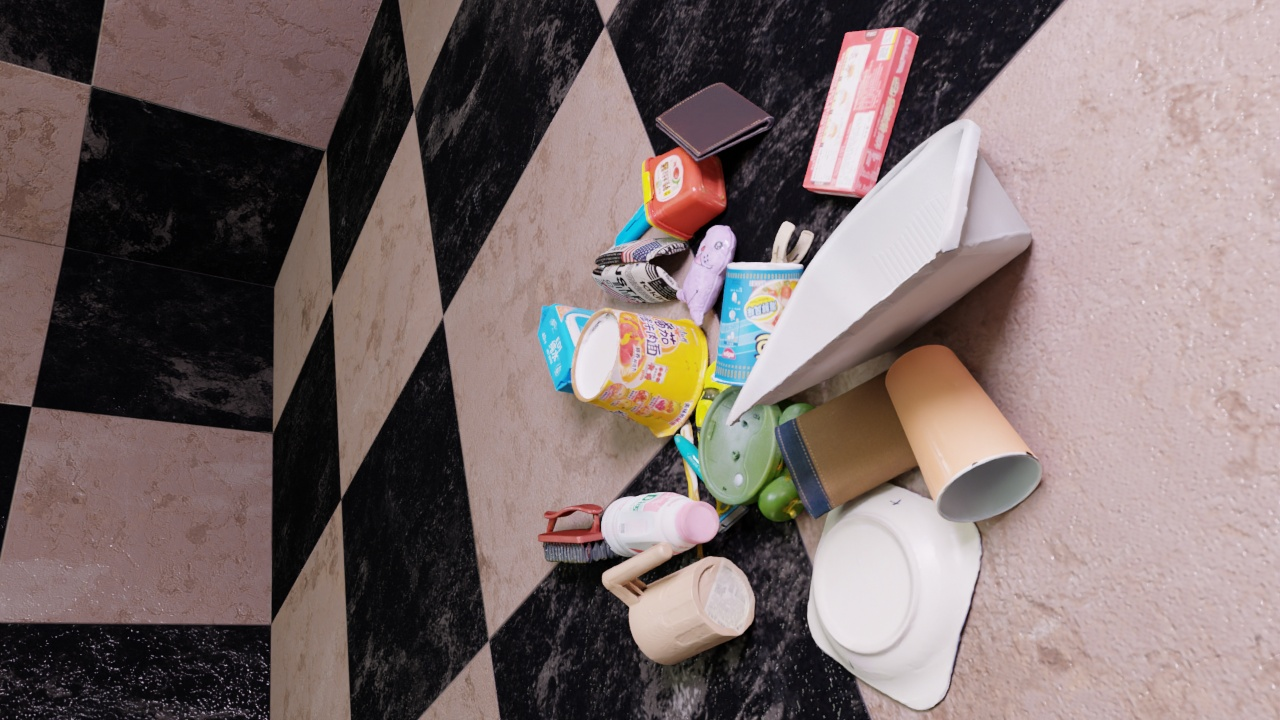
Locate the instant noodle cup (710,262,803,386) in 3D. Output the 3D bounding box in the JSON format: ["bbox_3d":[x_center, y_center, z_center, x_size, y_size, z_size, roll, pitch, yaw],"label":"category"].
[{"bbox_3d":[0.116,-0.036,0.854,0.099,0.099,0.110,14,106,58],"label":"instant noodle cup"}]

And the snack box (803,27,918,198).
[{"bbox_3d":[0.204,-0.231,0.860,0.075,0.025,0.153,26,103,59],"label":"snack box"}]

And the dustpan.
[{"bbox_3d":[0.174,-0.089,0.713,0.223,0.257,0.142,-45,68,43],"label":"dustpan"}]

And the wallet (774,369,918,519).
[{"bbox_3d":[0.177,0.069,0.771,0.115,0.033,0.090,-32,53,19],"label":"wallet"}]

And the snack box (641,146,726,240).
[{"bbox_3d":[0.052,-0.196,1.050,0.080,0.082,0.091,-24,61,38],"label":"snack box"}]

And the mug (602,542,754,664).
[{"bbox_3d":[0.036,0.234,0.907,0.104,0.124,0.084,-40,12,44],"label":"mug"}]

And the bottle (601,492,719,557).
[{"bbox_3d":[0.021,0.173,0.963,0.197,0.068,0.068,154,121,-66],"label":"bottle"}]

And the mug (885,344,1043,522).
[{"bbox_3d":[0.235,0.049,0.688,0.078,0.078,0.122,-55,34,34],"label":"mug"}]

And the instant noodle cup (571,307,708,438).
[{"bbox_3d":[-0.006,0.006,1.037,0.138,0.109,0.137,-34,49,49],"label":"instant noodle cup"}]

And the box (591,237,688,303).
[{"bbox_3d":[0.001,-0.122,1.131,0.087,0.076,0.163,-61,26,-12],"label":"box"}]

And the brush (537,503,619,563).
[{"bbox_3d":[-0.084,0.217,1.154,0.146,0.063,0.069,-17,78,57],"label":"brush"}]

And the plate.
[{"bbox_3d":[0.192,0.183,0.750,0.164,0.034,0.163,17,96,57],"label":"plate"}]

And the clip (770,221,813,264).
[{"bbox_3d":[0.125,-0.086,0.905,0.035,0.082,0.105,44,129,54],"label":"clip"}]

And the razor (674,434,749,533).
[{"bbox_3d":[0.069,0.124,0.968,0.043,0.028,0.132,-45,44,9],"label":"razor"}]

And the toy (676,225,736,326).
[{"bbox_3d":[0.075,-0.100,1.017,0.108,0.039,0.084,-69,24,19],"label":"toy"}]

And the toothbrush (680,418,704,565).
[{"bbox_3d":[0.054,0.148,0.994,0.016,0.018,0.191,-33,54,47],"label":"toothbrush"}]

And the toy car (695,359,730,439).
[{"bbox_3d":[0.081,0.046,0.971,0.048,0.032,0.105,0,79,58],"label":"toy car"}]

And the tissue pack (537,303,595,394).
[{"bbox_3d":[-0.074,-0.013,1.179,0.063,0.090,0.140,-56,39,33],"label":"tissue pack"}]

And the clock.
[{"bbox_3d":[0.120,0.086,0.872,0.161,0.056,0.116,24,102,58],"label":"clock"}]

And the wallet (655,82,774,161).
[{"bbox_3d":[0.080,-0.268,1.025,0.096,0.020,0.122,-30,40,-4],"label":"wallet"}]

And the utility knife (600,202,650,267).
[{"bbox_3d":[-0.006,-0.173,1.188,0.192,0.018,0.034,-43,47,46],"label":"utility knife"}]
